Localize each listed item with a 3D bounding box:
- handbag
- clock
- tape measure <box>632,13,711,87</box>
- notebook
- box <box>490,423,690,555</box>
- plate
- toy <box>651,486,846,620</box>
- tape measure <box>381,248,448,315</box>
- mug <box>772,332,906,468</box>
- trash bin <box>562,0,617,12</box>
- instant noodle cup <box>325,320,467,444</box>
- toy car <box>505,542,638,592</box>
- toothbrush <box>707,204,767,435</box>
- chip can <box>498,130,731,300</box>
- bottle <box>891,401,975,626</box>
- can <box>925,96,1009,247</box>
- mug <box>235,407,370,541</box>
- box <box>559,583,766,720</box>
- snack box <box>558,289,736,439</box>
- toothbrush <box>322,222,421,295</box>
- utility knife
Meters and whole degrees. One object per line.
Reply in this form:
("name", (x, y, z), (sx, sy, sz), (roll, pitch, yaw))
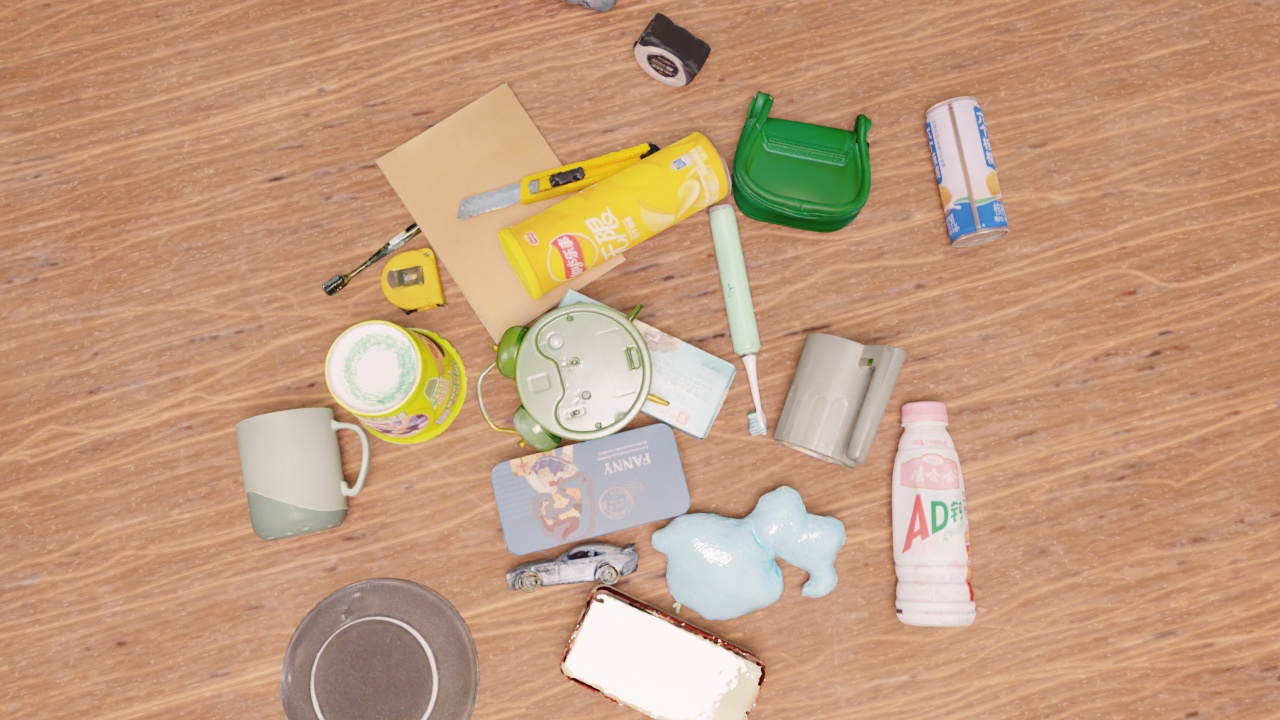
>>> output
("handbag", (0.154, -0.188, 0.870), (0.131, 0.068, 0.120), (9, 81, 1))
("clock", (-0.064, 0.016, 0.796), (0.161, 0.056, 0.116), (-15, 86, 1))
("tape measure", (0.028, -0.297, 0.885), (0.065, 0.066, 0.033), (32, 79, -12))
("notebook", (-0.133, -0.143, 0.881), (0.149, 0.012, 0.211), (-34, 87, -8))
("box", (-0.039, 0.115, 0.831), (0.184, 0.061, 0.089), (-16, 83, -1))
("plate", (-0.236, 0.287, 0.823), (0.179, 0.024, 0.179), (0, 82, 0))
("toy", (0.094, 0.179, 0.826), (0.161, 0.050, 0.156), (35, 93, -1))
("tape measure", (-0.217, -0.075, 0.872), (0.057, 0.029, 0.060), (-13, 82, -2))
("mug", (0.179, 0.037, 0.813), (0.083, 0.124, 0.103), (23, 84, -15))
("trash bin", (-0.088, -0.429, 0.845), (0.195, 0.227, 0.226), (22, 82, -10))
("instant noodle cup", (-0.219, 0.015, 0.811), (0.111, 0.123, 0.111), (0, 81, -1))
("toy car", (-0.061, 0.185, 0.823), (0.120, 0.054, 0.036), (-9, 85, -1))
("toothbrush", (0.096, -0.040, 0.870), (0.027, 0.026, 0.224), (-14, 81, 28))
("chip can", (-0.022, -0.135, 0.851), (0.213, 0.072, 0.072), (-28, 83, -10))
("bottle", (0.260, 0.136, 0.828), (0.068, 0.068, 0.196), (0, 79, -1))
("can", (0.311, -0.180, 0.877), (0.053, 0.053, 0.134), (-9, 82, -2))
("mug", (-0.296, 0.099, 0.820), (0.111, 0.082, 0.106), (-12, 81, -5))
("box", (0.018, 0.269, 0.801), (0.168, 0.077, 0.091), (24, 82, 3))
("snack box", (-0.005, 0.005, 0.850), (0.175, 0.051, 0.074), (25, 84, 3))
("toothbrush", (-0.228, -0.120, 0.883), (0.185, 0.017, 0.012), (-37, 81, -5))
("utility knife", (-0.073, -0.170, 0.877), (0.214, 0.015, 0.033), (-18, 82, -12))
